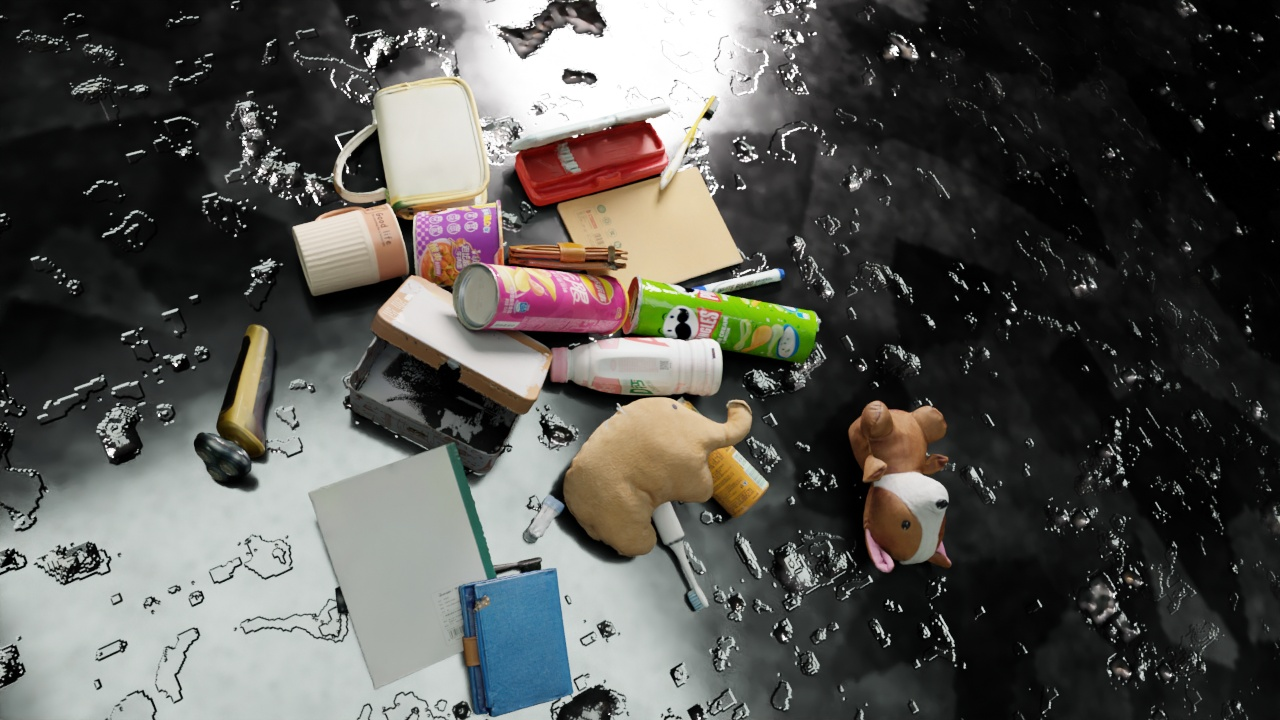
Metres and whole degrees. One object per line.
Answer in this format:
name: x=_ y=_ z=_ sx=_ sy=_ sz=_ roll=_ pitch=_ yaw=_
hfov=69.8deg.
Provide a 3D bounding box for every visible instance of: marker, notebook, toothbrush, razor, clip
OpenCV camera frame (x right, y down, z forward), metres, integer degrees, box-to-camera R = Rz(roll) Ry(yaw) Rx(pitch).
marker: x=0.121 y=-0.098 z=1.179 sx=0.145 sy=0.017 sz=0.017 roll=-14 pitch=75 yaw=-21
notebook: x=-0.227 y=0.204 z=0.922 sx=0.150 sy=0.012 sz=0.209 roll=-19 pitch=97 yaw=-23
notebook: x=0.014 y=-0.162 z=1.175 sx=0.207 sy=0.008 sz=0.147 roll=-20 pitch=77 yaw=-23
toothbrush: x=0.067 y=-0.293 z=1.231 sx=0.018 sy=0.016 sz=0.190 roll=34 pitch=59 yaw=-12
razor: x=-0.411 y=0.040 z=0.945 sx=0.067 sy=0.062 sz=0.167 roll=26 pitch=55 yaw=-40
toothbrush: x=0.027 y=0.177 z=1.042 sx=0.026 sy=0.026 sz=0.221 roll=-27 pitch=78 yaw=15
toothbrush: x=-0.205 y=0.229 z=0.952 sx=0.212 sy=0.026 sz=0.027 roll=-6 pitch=105 yaw=-20
clip: x=-0.106 y=0.173 z=1.006 sx=0.024 sy=0.028 sz=0.056 roll=39 pitch=54 yaw=-2

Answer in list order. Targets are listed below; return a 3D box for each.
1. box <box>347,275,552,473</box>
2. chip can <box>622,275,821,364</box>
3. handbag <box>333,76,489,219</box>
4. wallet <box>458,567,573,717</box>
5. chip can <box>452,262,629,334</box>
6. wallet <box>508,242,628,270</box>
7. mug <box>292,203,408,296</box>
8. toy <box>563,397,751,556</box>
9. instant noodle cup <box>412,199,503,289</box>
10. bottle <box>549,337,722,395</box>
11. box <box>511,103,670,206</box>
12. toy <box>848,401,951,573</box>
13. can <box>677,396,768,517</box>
box: x=-0.191 y=0.004 z=0.960 sx=0.182 sy=0.169 sz=0.150 roll=27 pitch=66 yaw=-6
chip can: x=0.099 y=-0.048 z=1.124 sx=0.236 sy=0.072 sz=0.072 roll=10 pitch=68 yaw=-14
handbag: x=-0.277 y=-0.245 z=1.093 sx=0.178 sy=0.063 sz=0.163 roll=-10 pitch=74 yaw=-11
wallet: x=-0.127 y=0.286 z=0.937 sx=0.106 sy=0.040 sz=0.133 roll=-6 pitch=83 yaw=-26
chip can: x=-0.104 y=-0.066 z=1.011 sx=0.210 sy=0.072 sz=0.071 roll=0 pitch=66 yaw=-52
wallet: x=-0.085 y=-0.119 z=1.067 sx=0.130 sy=0.119 sz=0.035 roll=0 pitch=93 yaw=-12
mug: x=-0.328 y=-0.132 z=1.025 sx=0.105 sy=0.082 sz=0.114 roll=-18 pitch=49 yaw=-21
toy: x=0.019 y=0.105 z=1.003 sx=0.226 sy=0.082 sz=0.143 roll=-42 pitch=99 yaw=-1
instant noodle cup: x=-0.206 y=-0.128 z=1.045 sx=0.099 sy=0.112 sz=0.111 roll=-1 pitch=70 yaw=-9
bottle: x=-0.006 y=0.006 z=1.069 sx=0.197 sy=0.068 sz=0.068 roll=2 pitch=69 yaw=-8
box: x=-0.055 y=-0.273 z=1.146 sx=0.201 sy=0.100 sz=0.095 roll=-20 pitch=76 yaw=-22
toy: x=0.318 y=0.152 z=1.095 sx=0.140 sy=0.131 sz=0.199 roll=5 pitch=78 yaw=-22
can: x=0.079 y=0.113 z=1.064 sx=0.146 sy=0.058 sz=0.058 roll=46 pitch=64 yaw=3
